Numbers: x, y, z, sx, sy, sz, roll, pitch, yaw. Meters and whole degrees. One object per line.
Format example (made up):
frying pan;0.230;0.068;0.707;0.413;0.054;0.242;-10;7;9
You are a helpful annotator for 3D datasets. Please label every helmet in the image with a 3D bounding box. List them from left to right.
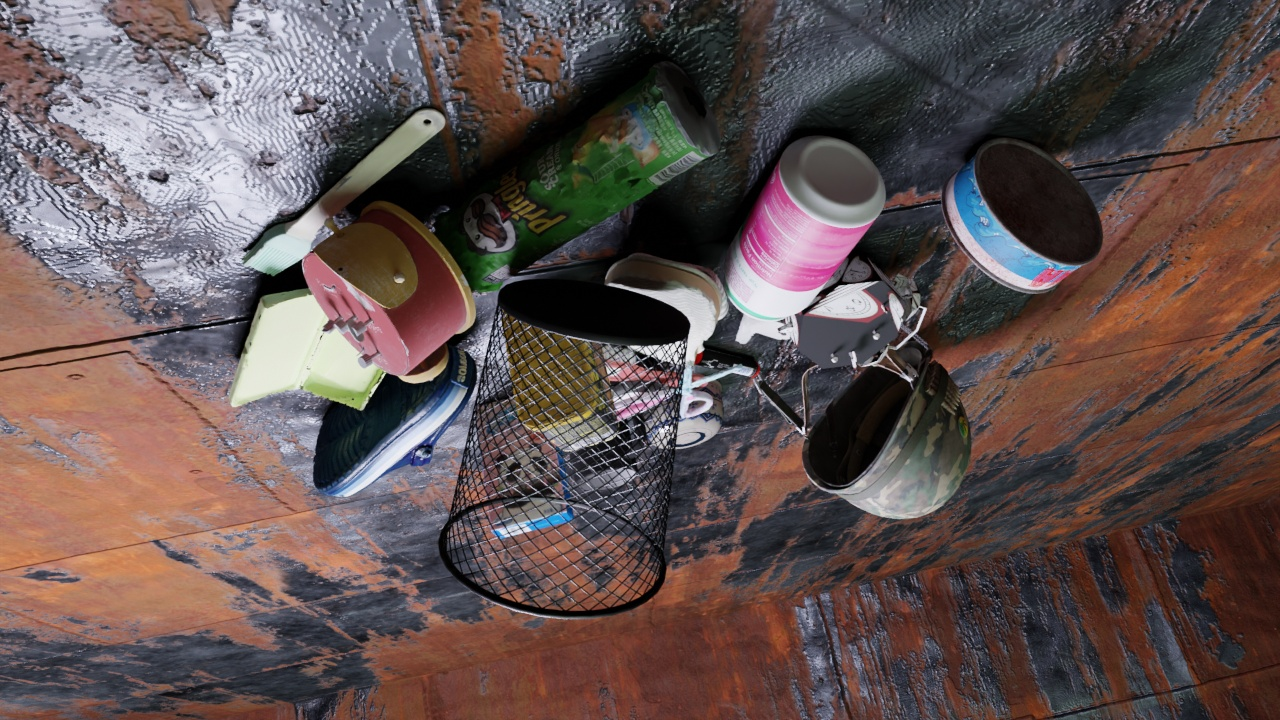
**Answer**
helmet;0.275;0.065;1.076;0.236;0.223;0.193;28;145;-19

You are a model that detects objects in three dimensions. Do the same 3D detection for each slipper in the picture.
slipper;-0.245;0.072;0.941;0.254;0.105;0.095;-33;141;32
slipper;0.022;-0.046;0.849;0.114;0.054;0.273;12;166;2

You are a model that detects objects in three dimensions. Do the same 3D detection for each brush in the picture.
brush;-0.218;-0.120;0.669;0.218;0.012;0.033;-30;149;29
brush;-0.006;0.006;0.984;0.172;0.030;0.041;8;153;-23

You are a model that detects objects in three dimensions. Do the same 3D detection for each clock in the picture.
clock;-0.195;-0.037;0.691;0.081;0.117;0.159;-45;162;-29
clock;-0.014;0.034;1.043;0.122;0.043;0.091;-7;154;-12
clock;0.224;-0.040;0.928;0.154;0.065;0.115;11;127;-23

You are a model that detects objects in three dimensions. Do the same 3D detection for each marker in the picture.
marker;0.084;0.001;1.043;0.144;0.023;0.021;12;168;-42

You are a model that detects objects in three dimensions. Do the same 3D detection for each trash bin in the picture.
trash bin;-0.052;0.057;0.710;0.183;0.184;0.210;1;110;-27

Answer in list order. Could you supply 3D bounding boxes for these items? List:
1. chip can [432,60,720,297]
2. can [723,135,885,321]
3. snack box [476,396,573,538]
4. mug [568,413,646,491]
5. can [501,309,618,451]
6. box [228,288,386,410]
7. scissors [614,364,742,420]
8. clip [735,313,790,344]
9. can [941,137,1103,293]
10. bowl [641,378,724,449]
chip can;-0.050;-0.126;0.660;0.224;0.075;0.075;-28;151;27
can;0.131;-0.106;0.768;0.088;0.088;0.166;-4;154;-18
snack box;-0.131;0.113;1.025;0.088;0.154;0.033;-15;152;4
mug;-0.037;0.098;1.113;0.078;0.088;0.114;13;145;-43
can;-0.073;0.012;0.871;0.072;0.130;0.101;-17;157;8
box;-0.286;-0.011;0.822;0.140;0.048;0.188;-1;153;-31
scissors;0.046;0.038;1.005;0.171;0.014;0.168;-25;156;27
clip;0.135;-0.047;0.978;0.054;0.040;0.102;8;154;0
can;0.321;-0.123;0.771;0.129;0.129;0.044;0;152;-25
bowl;0.051;0.070;1.130;0.115;0.059;0.116;-10;155;-5
